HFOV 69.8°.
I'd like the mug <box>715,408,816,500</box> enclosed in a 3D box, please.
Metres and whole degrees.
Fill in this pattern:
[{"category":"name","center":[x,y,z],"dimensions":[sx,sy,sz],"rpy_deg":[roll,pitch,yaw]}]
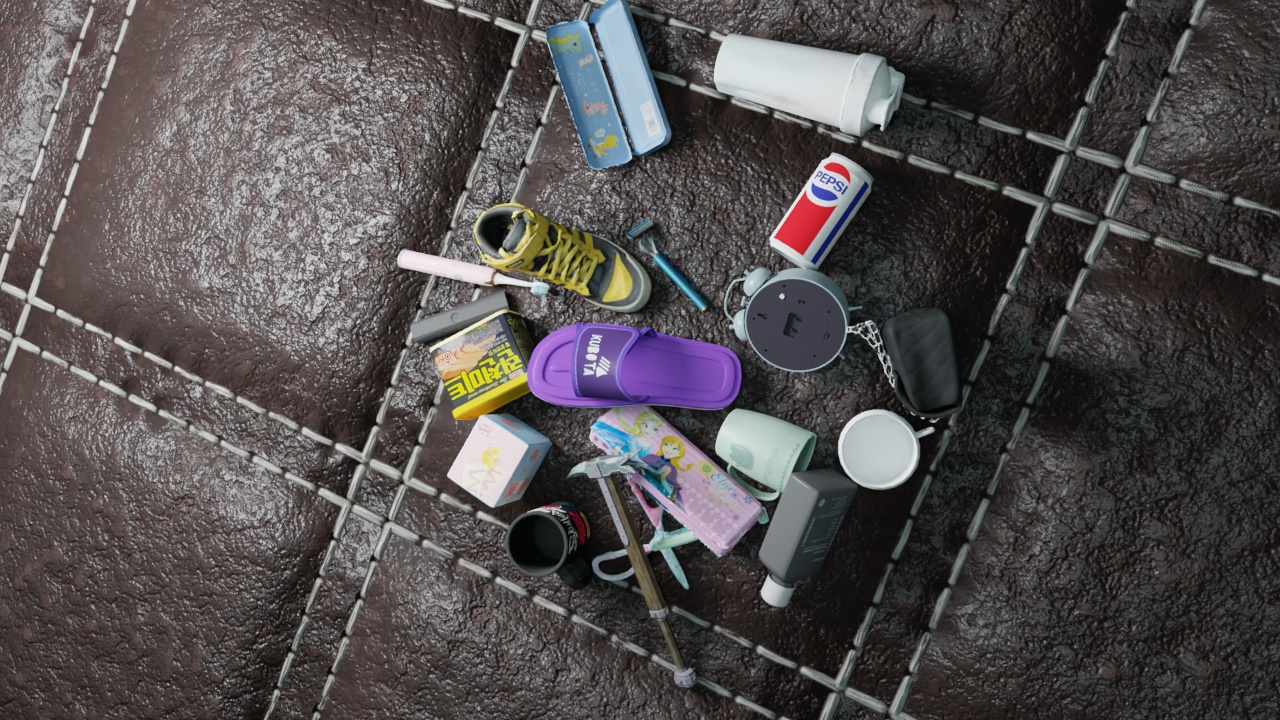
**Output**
[{"category":"mug","center":[0.148,0.120,1.129],"dimensions":[0.104,0.083,0.111],"rpy_deg":[23,123,22]}]

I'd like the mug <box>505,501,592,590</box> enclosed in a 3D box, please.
[{"category":"mug","center":[-0.105,0.242,1.174],"dimensions":[0.082,0.098,0.118],"rpy_deg":[-41,80,10]}]

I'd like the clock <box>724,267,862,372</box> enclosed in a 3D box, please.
[{"category":"clock","center":[0.179,-0.054,1.113],"dimensions":[0.159,0.045,0.123],"rpy_deg":[20,121,12]}]

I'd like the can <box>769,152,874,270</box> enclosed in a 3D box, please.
[{"category":"can","center":[0.220,-0.179,1.117],"dimensions":[0.070,0.070,0.132],"rpy_deg":[35,97,12]}]

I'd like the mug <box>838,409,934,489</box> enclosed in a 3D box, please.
[{"category":"mug","center":[0.294,0.102,1.093],"dimensions":[0.116,0.068,0.094],"rpy_deg":[-22,84,12]}]

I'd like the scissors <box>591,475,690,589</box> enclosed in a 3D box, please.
[{"category":"scissors","center":[0.007,0.228,1.192],"dimensions":[0.177,0.013,0.170],"rpy_deg":[-30,85,10]}]

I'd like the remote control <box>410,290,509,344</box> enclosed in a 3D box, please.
[{"category":"remote control","center":[-0.246,-0.059,1.258],"dimensions":[0.147,0.015,0.033],"rpy_deg":[-18,84,13]}]

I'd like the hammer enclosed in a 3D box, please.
[{"category":"hammer","center":[0.002,0.267,1.155],"dimensions":[0.147,0.028,0.317],"rpy_deg":[-16,97,48]}]

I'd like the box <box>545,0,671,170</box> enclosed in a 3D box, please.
[{"category":"box","center":[-0.041,-0.360,1.204],"dimensions":[0.125,0.043,0.209],"rpy_deg":[-20,84,14]}]

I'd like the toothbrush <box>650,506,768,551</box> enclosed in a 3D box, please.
[{"category":"toothbrush","center":[0.086,0.216,1.163],"dimensions":[0.155,0.015,0.022],"rpy_deg":[-18,73,8]}]

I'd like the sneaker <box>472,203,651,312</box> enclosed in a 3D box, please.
[{"category":"sneaker","center":[-0.104,-0.133,1.171],"dimensions":[0.239,0.122,0.086],"rpy_deg":[23,95,14]}]

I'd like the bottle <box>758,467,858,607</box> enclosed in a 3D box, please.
[{"category":"bottle","center":[0.190,0.216,1.100],"dimensions":[0.046,0.083,0.174],"rpy_deg":[36,116,41]}]

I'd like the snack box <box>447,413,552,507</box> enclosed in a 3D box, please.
[{"category":"snack box","center":[-0.183,0.128,1.198],"dimensions":[0.079,0.093,0.095],"rpy_deg":[32,97,13]}]

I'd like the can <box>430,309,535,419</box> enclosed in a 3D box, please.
[{"category":"can","center":[-0.200,0.006,1.218],"dimensions":[0.131,0.072,0.101],"rpy_deg":[-27,80,12]}]

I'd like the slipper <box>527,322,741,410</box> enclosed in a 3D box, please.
[{"category":"slipper","center":[-0.007,0.007,1.126],"dimensions":[0.266,0.084,0.107],"rpy_deg":[6,80,-1]}]

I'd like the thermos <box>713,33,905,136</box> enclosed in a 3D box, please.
[{"category":"thermos","center":[0.205,-0.341,1.116],"dimensions":[0.220,0.099,0.099],"rpy_deg":[20,93,17]}]

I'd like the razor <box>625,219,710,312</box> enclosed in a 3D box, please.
[{"category":"razor","center":[0.039,-0.118,1.188],"dimensions":[0.042,0.022,0.144],"rpy_deg":[-37,83,-26]}]

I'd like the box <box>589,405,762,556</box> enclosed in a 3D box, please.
[{"category":"box","center":[0.042,0.148,1.159],"dimensions":[0.230,0.071,0.084],"rpy_deg":[40,60,17]}]

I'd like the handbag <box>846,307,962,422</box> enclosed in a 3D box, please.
[{"category":"handbag","center":[0.305,0.008,1.051],"dimensions":[0.115,0.153,0.125],"rpy_deg":[-14,90,10]}]

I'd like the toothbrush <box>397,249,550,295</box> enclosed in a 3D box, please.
[{"category":"toothbrush","center":[-0.227,-0.118,1.249],"dimensions":[0.223,0.027,0.026],"rpy_deg":[13,63,14]}]
